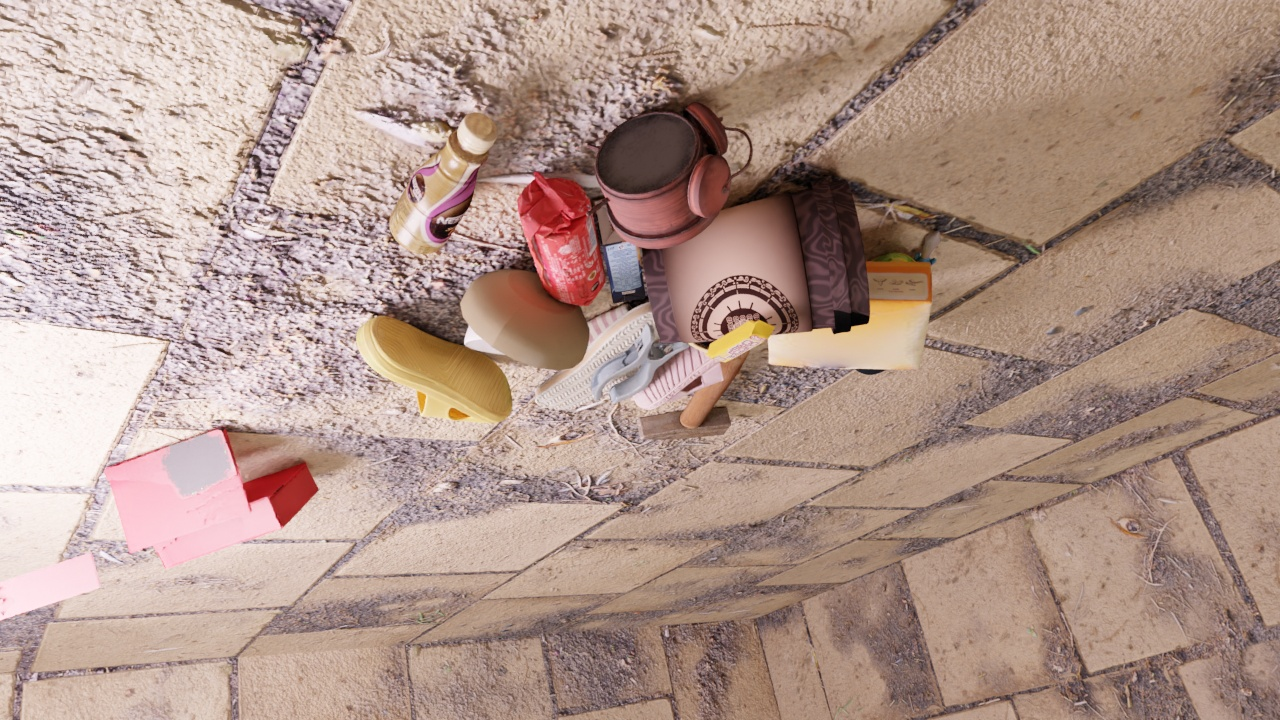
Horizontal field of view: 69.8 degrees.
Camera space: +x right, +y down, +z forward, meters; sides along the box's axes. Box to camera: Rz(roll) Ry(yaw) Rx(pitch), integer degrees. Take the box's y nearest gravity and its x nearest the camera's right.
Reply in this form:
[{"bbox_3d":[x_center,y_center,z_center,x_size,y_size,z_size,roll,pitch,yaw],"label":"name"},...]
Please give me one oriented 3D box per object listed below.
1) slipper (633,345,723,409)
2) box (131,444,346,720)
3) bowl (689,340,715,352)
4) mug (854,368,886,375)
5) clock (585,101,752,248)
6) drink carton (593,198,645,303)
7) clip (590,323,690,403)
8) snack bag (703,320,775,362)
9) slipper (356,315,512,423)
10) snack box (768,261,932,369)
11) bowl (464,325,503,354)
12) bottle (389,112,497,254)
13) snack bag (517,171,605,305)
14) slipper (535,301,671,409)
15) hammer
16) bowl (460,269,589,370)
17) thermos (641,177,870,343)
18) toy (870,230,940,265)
[{"bbox_3d":[0.084,-0.013,1.254,0.064,0.094,0.240,20,134,-42],"label":"slipper"},{"bbox_3d":[-0.579,0.333,1.398,0.217,0.351,0.197,-20,-169,11],"label":"box"},{"bbox_3d":[0.099,-0.071,1.153,0.112,0.112,0.061,-19,-162,15],"label":"bowl"},{"bbox_3d":[0.338,-0.024,1.330,0.121,0.085,0.095,-31,169,-37],"label":"mug"},{"bbox_3d":[0.030,-0.177,0.863,0.158,0.120,0.072,-11,148,15],"label":"clock"},{"bbox_3d":[-0.022,-0.120,1.016,0.040,0.064,0.130,-10,155,-1],"label":"drink carton"},{"bbox_3d":[-0.020,0.005,1.201,0.112,0.028,0.163,10,141,-40],"label":"clip"},{"bbox_3d":[0.105,-0.019,0.987,0.026,0.020,0.099,14,154,-29],"label":"snack bag"},{"bbox_3d":[-0.264,0.025,1.167,0.078,0.099,0.263,-33,145,18],"label":"slipper"},{"bbox_3d":[0.257,-0.049,1.150,0.195,0.080,0.145,2,147,12],"label":"snack box"},{"bbox_3d":[-0.155,-0.040,1.117,0.115,0.050,0.115,3,170,0],"label":"bowl"},{"bbox_3d":[-0.181,-0.166,0.856,0.059,0.059,0.167,6,149,-34],"label":"bottle"},{"bbox_3d":[-0.082,-0.121,0.969,0.082,0.082,0.176,-12,154,0],"label":"snack bag"},{"bbox_3d":[-0.049,-0.012,1.243,0.115,0.052,0.264,16,139,-42],"label":"slipper"},{"bbox_3d":[0.102,0.050,1.455,0.157,0.037,0.302,-4,153,-17],"label":"hammer"},{"bbox_3d":[-0.121,-0.057,1.027,0.152,0.152,0.051,9,124,-37],"label":"bowl"},{"bbox_3d":[0.125,-0.100,1.020,0.226,0.172,0.173,-10,155,9],"label":"thermos"},{"bbox_3d":[0.336,-0.103,1.193,0.124,0.096,0.131,-16,131,2],"label":"toy"}]
